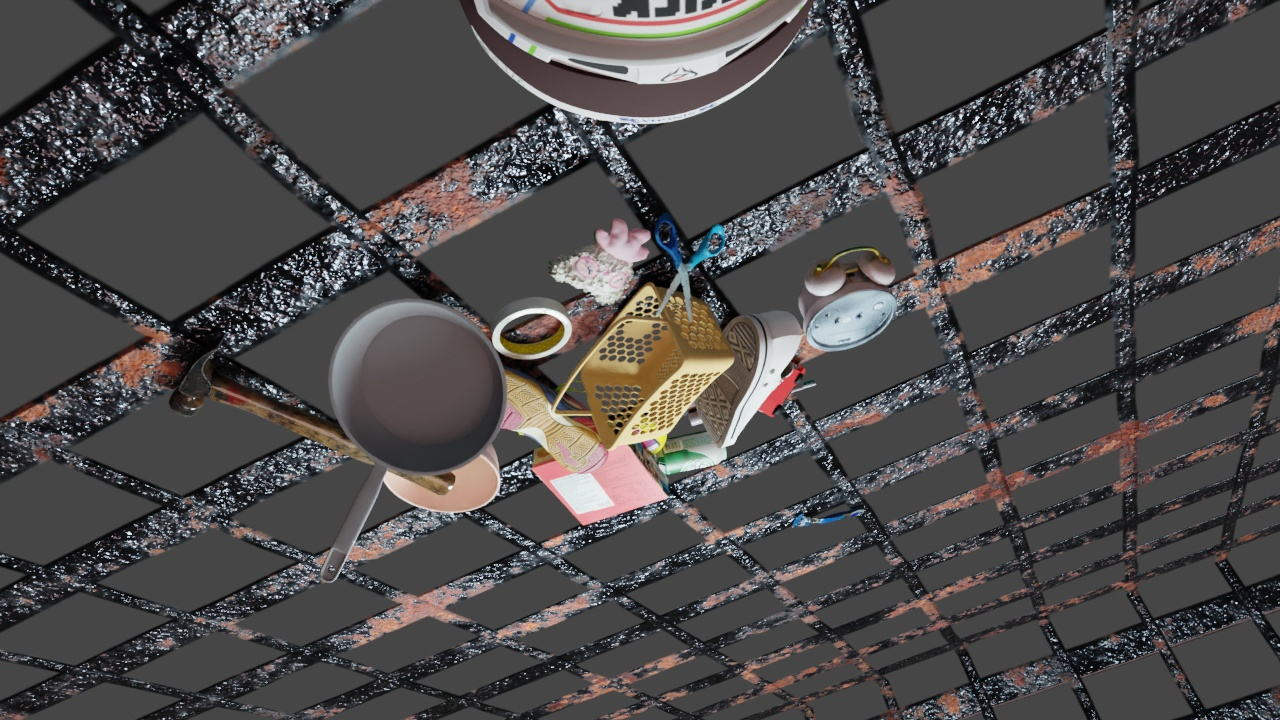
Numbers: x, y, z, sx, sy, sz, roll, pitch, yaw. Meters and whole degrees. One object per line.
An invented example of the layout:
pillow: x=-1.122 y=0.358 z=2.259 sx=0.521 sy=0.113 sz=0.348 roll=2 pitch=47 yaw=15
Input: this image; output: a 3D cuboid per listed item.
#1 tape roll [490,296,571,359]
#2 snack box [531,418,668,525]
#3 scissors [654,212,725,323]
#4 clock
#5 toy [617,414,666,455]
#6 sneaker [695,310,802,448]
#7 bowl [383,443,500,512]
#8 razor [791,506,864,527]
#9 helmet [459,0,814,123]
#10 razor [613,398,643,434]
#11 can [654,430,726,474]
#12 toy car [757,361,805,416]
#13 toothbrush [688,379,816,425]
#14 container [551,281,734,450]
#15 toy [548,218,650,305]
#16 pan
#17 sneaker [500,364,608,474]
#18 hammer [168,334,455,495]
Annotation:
tape roll: x=-0.128 y=-0.037 z=1.078 sx=0.094 sy=0.019 sz=0.094 roll=-10 pitch=144 yaw=-8
snack box: x=-0.055 y=0.159 z=1.291 sx=0.143 sy=0.040 sz=0.145 roll=-20 pitch=128 yaw=20
scissors: x=0.041 y=-0.106 z=1.008 sx=0.118 sy=0.014 sz=0.129 roll=33 pitch=86 yaw=-35
clock: x=0.253 y=-0.080 z=1.130 sx=0.116 sy=0.058 sz=0.158 roll=-12 pitch=144 yaw=-6
toy: x=-0.009 y=0.108 z=1.299 sx=0.095 sy=0.041 sz=0.094 roll=-15 pitch=139 yaw=7
sneaker: x=0.148 y=0.020 z=1.213 sx=0.097 sy=0.091 sz=0.246 roll=-14 pitch=144 yaw=-25
bowl: x=-0.252 y=0.123 z=1.186 sx=0.153 sy=0.076 sz=0.153 roll=2 pitch=136 yaw=2
razor: x=0.351 y=0.289 z=1.698 sx=0.141 sy=0.018 sz=0.044 roll=-8 pitch=143 yaw=-11
helmet: x=-0.004 y=-0.265 z=0.573 sx=0.231 sy=0.314 sz=0.236 roll=-10 pitch=156 yaw=-2
razor: x=-0.004 y=0.069 z=1.198 sx=0.143 sy=0.021 sz=0.044 roll=-44 pitch=169 yaw=-45
can: x=0.073 y=0.135 z=1.355 sx=0.101 sy=0.053 sz=0.053 roll=-11 pitch=144 yaw=-6
toy car: x=0.191 y=0.039 z=1.282 sx=0.038 sy=0.025 sz=0.090 roll=23 pitch=110 yaw=-24
toothbrush: x=0.161 y=0.059 z=1.316 sx=0.188 sy=0.019 sz=0.018 roll=-16 pitch=158 yaw=1
container: x=-0.006 y=0.006 z=1.087 sx=0.166 sy=0.129 sz=0.184 roll=2 pitch=142 yaw=-37
toy: x=-0.037 y=-0.109 z=1.003 sx=0.095 sy=0.041 sz=0.109 roll=21 pitch=125 yaw=-38
pan: x=-0.280 y=0.096 z=1.036 sx=0.201 sy=0.050 sz=0.357 roll=28 pitch=104 yaw=-1
sneaker: x=-0.145 y=0.057 z=1.162 sx=0.241 sy=0.091 sz=0.116 roll=36 pitch=116 yaw=-25
hammer: x=-0.362 y=0.080 z=1.068 sx=0.330 sy=0.033 sz=0.120 roll=28 pitch=127 yaw=-26
